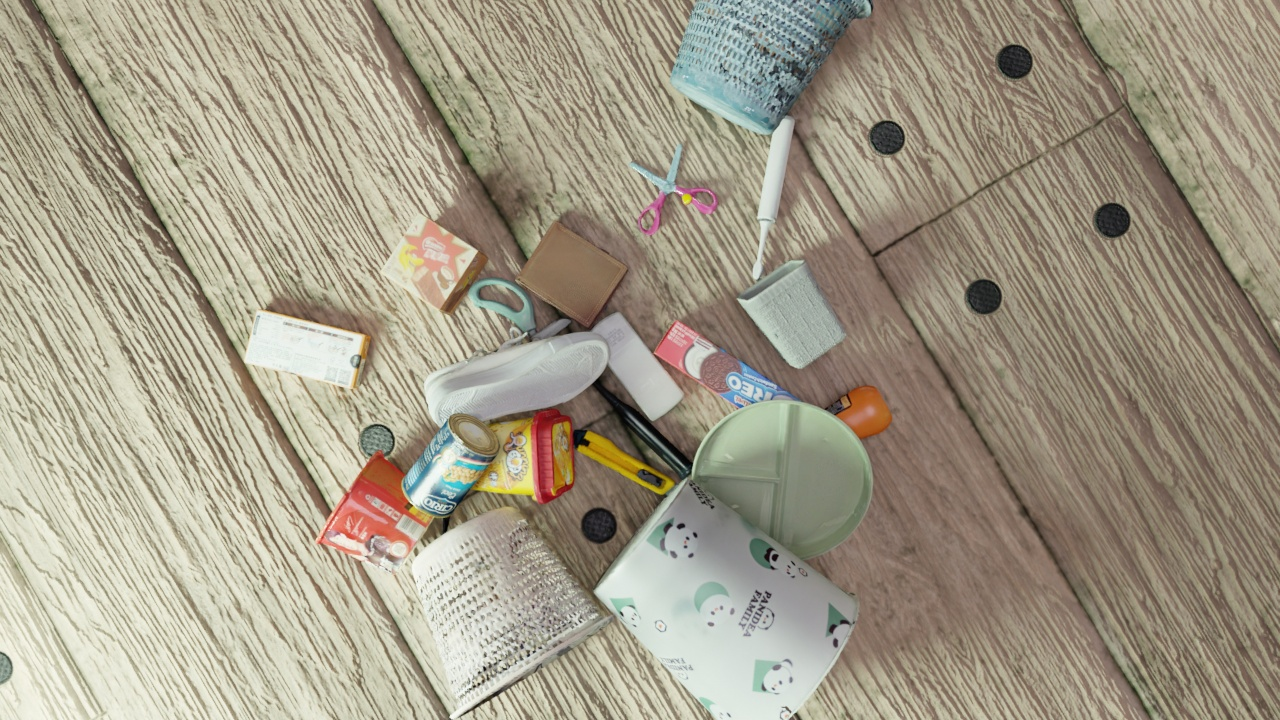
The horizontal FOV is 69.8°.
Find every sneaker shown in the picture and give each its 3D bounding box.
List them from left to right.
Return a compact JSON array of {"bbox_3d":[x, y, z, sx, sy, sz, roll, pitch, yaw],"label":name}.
[{"bbox_3d":[-0.161,0.013,1.186,0.242,0.090,0.090,-19,128,-16],"label":"sneaker"}]

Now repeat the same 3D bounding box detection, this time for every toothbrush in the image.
[{"bbox_3d":[-0.254,0.186,1.229,0.018,0.014,0.189,14,87,31],"label":"toothbrush"},{"bbox_3d":[-0.010,0.076,1.220,0.212,0.026,0.027,44,110,2],"label":"toothbrush"},{"bbox_3d":[0.174,-0.216,1.223,0.027,0.026,0.221,10,89,27],"label":"toothbrush"}]

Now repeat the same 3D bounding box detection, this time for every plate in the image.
[{"bbox_3d":[0.181,0.154,1.180,0.230,0.027,0.230,3,111,7],"label":"plate"}]

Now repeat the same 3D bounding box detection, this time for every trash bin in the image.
[{"bbox_3d":[-0.175,0.299,1.139,0.227,0.227,0.192,-32,75,0],"label":"trash bin"},{"bbox_3d":[0.094,0.293,1.116,0.252,0.229,0.229,40,89,3],"label":"trash bin"},{"bbox_3d":[0.143,-0.402,1.150,0.226,0.226,0.195,28,102,1],"label":"trash bin"}]

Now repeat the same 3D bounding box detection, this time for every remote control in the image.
[{"bbox_3d":[-0.007,0.007,1.223,0.058,0.021,0.150,-37,89,0],"label":"remote control"}]

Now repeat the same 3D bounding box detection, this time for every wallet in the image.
[{"bbox_3d":[-0.090,-0.115,1.225,0.124,0.032,0.101,33,86,1],"label":"wallet"}]

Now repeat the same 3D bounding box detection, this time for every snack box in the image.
[{"bbox_3d":[-0.446,-0.015,1.229,0.154,0.026,0.075,14,89,2],"label":"snack box"},{"bbox_3d":[-0.269,-0.125,1.203,0.093,0.077,0.094,33,89,2],"label":"snack box"},{"bbox_3d":[0.118,0.024,1.204,0.207,0.058,0.057,34,92,1],"label":"snack box"}]

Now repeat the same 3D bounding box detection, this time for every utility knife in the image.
[{"bbox_3d":[0.010,0.152,1.223,0.230,0.015,0.033,28,91,0],"label":"utility knife"}]

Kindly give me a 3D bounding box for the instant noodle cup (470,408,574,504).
[{"bbox_3d":[-0.158,0.123,1.185,0.124,0.116,0.116,-3,90,13],"label":"instant noodle cup"}]

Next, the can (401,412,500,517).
[{"bbox_3d":[-0.230,0.127,1.120,0.075,0.075,0.111,40,109,1],"label":"can"}]

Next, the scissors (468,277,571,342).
[{"bbox_3d":[-0.184,-0.022,1.229,0.175,0.019,0.170,42,88,0],"label":"scissors"}]

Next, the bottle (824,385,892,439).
[{"bbox_3d":[0.251,0.089,1.201,0.149,0.066,0.067,-28,88,7],"label":"bottle"}]

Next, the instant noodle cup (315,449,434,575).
[{"bbox_3d":[-0.330,0.202,1.173,0.108,0.138,0.138,34,89,-7],"label":"instant noodle cup"}]

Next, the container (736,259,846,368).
[{"bbox_3d":[0.198,-0.058,1.185,0.090,0.090,0.114,-35,98,0],"label":"container"}]

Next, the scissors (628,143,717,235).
[{"bbox_3d":[0.037,-0.225,1.232,0.133,0.017,0.136,33,91,6],"label":"scissors"}]
